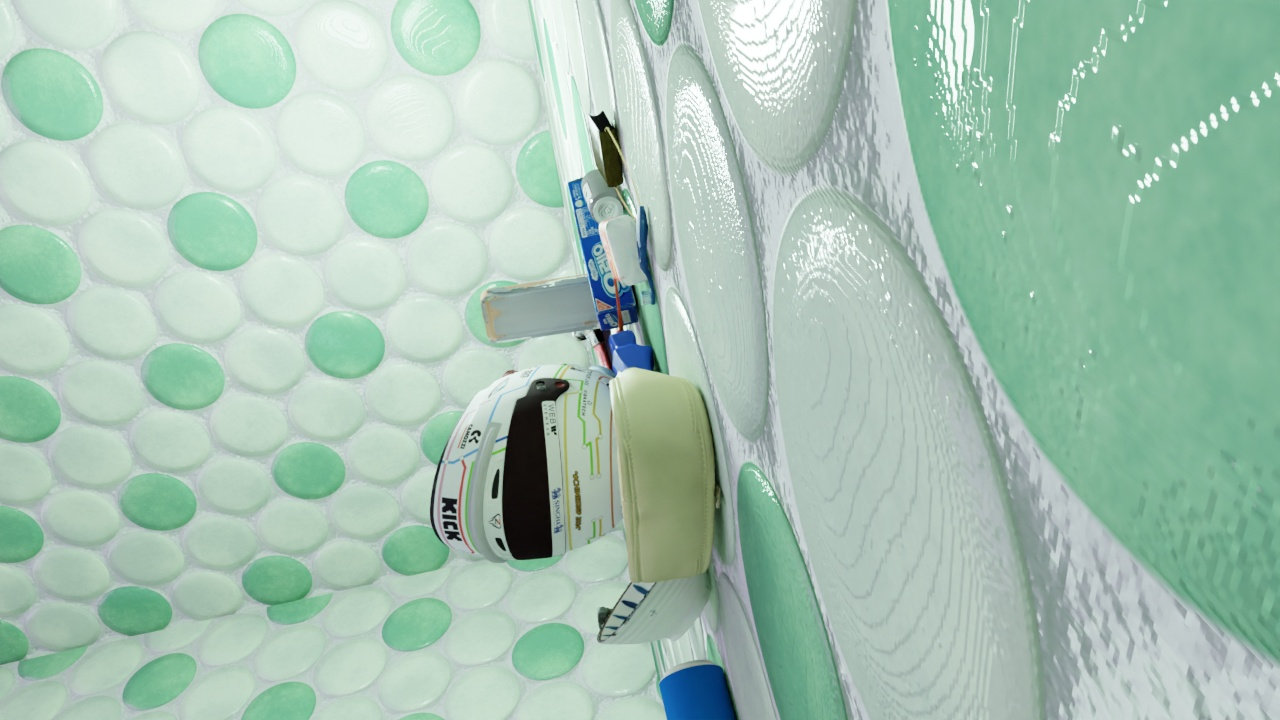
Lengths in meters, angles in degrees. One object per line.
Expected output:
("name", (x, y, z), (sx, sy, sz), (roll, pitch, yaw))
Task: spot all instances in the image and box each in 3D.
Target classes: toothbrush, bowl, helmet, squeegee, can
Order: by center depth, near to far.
("toothbrush", (0.004, -0.109, 0.979), (0.021, 0.016, 0.132), (-111, 10, -45))
("bowl", (0.032, 0.269, 1.049), (0.071, 0.177, 0.177), (38, 173, 1))
("can", (0.074, 0.428, 1.059), (0.079, 0.079, 0.146), (85, 172, -53))
("squeegee", (-0.007, 0.007, 1.154), (0.184, 0.055, 0.250), (-125, 22, -51))
("helmet", (-0.110, 0.130, 1.179), (0.313, 0.236, 0.231), (-73, -17, -67))
("can", (-0.049, -0.211, 1.185), (0.106, 0.044, 0.044), (-110, 9, -58))

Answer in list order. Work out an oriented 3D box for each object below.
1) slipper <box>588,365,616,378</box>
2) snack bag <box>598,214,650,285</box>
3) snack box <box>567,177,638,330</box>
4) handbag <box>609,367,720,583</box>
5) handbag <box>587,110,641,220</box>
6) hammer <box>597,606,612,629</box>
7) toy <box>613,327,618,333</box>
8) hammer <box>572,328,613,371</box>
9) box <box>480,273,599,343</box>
("slipper", (-0.034, 0.102, 1.412), (0.213, 0.059, 0.104), (62, 146, 13))
("snack bag", (-0.020, -0.128, 1.059), (0.116, 0.036, 0.077), (-129, 22, -79))
("snack box", (-0.054, -0.154, 1.290), (0.059, 0.059, 0.226), (80, 175, -64))
("handbag", (0.021, 0.115, 0.900), (0.190, 0.088, 0.233), (-108, 11, -67))
("handbag", (-0.022, -0.214, 1.038), (0.178, 0.027, 0.084), (-115, 12, -48))
("hammer", (-0.001, 0.206, 1.297), (0.033, 0.133, 0.332), (85, -179, -64))
("toy", (-0.036, 0.000, 1.558), (0.096, 0.041, 0.108), (88, 174, -65))
("hammer", (-0.025, 0.079, 1.477), (0.141, 0.036, 0.326), (-25, 83, 59))
("box", (-0.128, -0.085, 1.374), (0.096, 0.216, 0.105), (-107, 9, -55))
